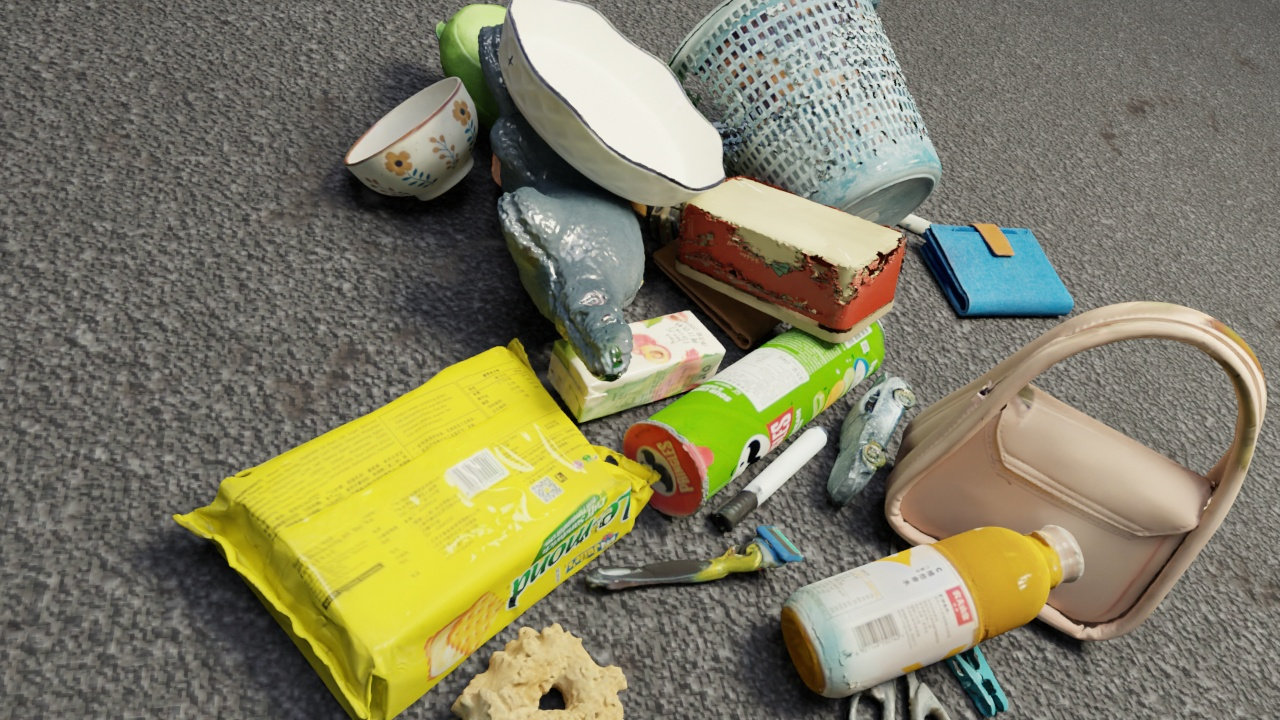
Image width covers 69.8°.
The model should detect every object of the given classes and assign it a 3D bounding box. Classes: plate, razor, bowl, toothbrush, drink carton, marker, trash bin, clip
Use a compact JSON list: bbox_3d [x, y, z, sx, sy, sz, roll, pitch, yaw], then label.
[{"bbox_3d":[-0.023,-0.196,0.701,0.204,0.046,0.204,30,35,-25],"label":"plate"},{"bbox_3d":[0.033,0.133,0.590,0.142,0.022,0.042,-5,18,-20],"label":"razor"},{"bbox_3d":[-0.175,-0.170,0.740,0.062,0.114,0.113,55,35,-32],"label":"bowl"},{"bbox_3d":[0.231,-0.162,0.935,0.191,0.016,0.018,24,35,1],"label":"toothbrush"},{"bbox_3d":[-0.004,0.004,0.674,0.122,0.046,0.053,-15,51,-32],"label":"drink carton"},{"bbox_3d":[0.095,0.082,0.662,0.023,0.018,0.130,16,36,37],"label":"marker"},{"bbox_3d":[0.155,-0.205,0.823,0.226,0.227,0.195,-16,72,-32],"label":"trash bin"},{"bbox_3d":[0.220,0.206,0.603,0.041,0.014,0.056,-9,55,-27],"label":"clip"}]

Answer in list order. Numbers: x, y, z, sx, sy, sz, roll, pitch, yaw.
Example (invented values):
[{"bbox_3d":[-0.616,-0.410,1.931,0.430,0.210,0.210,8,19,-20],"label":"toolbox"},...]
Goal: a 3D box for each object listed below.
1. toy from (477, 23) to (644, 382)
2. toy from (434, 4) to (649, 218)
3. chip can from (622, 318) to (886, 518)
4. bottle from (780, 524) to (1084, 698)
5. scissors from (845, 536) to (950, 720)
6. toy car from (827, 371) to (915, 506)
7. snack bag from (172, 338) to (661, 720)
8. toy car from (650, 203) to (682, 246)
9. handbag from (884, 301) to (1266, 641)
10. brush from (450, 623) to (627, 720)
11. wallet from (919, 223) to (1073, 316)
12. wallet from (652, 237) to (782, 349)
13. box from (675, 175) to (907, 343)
[{"bbox_3d":[-0.055,-0.107,0.680,0.091,0.138,0.355,-26,54,9],"label":"toy"},{"bbox_3d":[-0.075,-0.230,0.815,0.246,0.090,0.226,29,54,-14],"label":"toy"},{"bbox_3d":[0.092,0.027,0.673,0.072,0.072,0.235,44,49,19],"label":"chip can"},{"bbox_3d":[0.183,0.149,0.570,0.189,0.068,0.068,-17,56,-11],"label":"bottle"},{"bbox_3d":[0.165,0.186,0.600,0.145,0.014,0.172,-7,52,-28],"label":"scissors"},{"bbox_3d":[0.169,0.057,0.688,0.037,0.054,0.120,32,48,5],"label":"toy car"},{"bbox_3d":[-0.116,0.085,0.545,0.158,0.068,0.245,43,48,18],"label":"snack bag"},{"bbox_3d":[0.036,-0.141,0.821,0.035,0.042,0.090,11,49,18],"label":"toy car"},{"bbox_3d":[0.293,0.062,0.605,0.193,0.235,0.093,28,41,3],"label":"handbag"},{"bbox_3d":[-0.115,0.215,0.454,0.254,0.046,0.083,-25,66,-32],"label":"brush"},{"bbox_3d":[0.350,-0.089,0.902,0.133,0.040,0.106,-1,55,-22],"label":"wallet"},{"bbox_3d":[0.080,-0.071,0.787,0.115,0.020,0.101,44,49,14],"label":"wallet"},{"bbox_3d":[0.112,-0.090,0.712,0.168,0.079,0.091,28,43,34],"label":"box"}]
